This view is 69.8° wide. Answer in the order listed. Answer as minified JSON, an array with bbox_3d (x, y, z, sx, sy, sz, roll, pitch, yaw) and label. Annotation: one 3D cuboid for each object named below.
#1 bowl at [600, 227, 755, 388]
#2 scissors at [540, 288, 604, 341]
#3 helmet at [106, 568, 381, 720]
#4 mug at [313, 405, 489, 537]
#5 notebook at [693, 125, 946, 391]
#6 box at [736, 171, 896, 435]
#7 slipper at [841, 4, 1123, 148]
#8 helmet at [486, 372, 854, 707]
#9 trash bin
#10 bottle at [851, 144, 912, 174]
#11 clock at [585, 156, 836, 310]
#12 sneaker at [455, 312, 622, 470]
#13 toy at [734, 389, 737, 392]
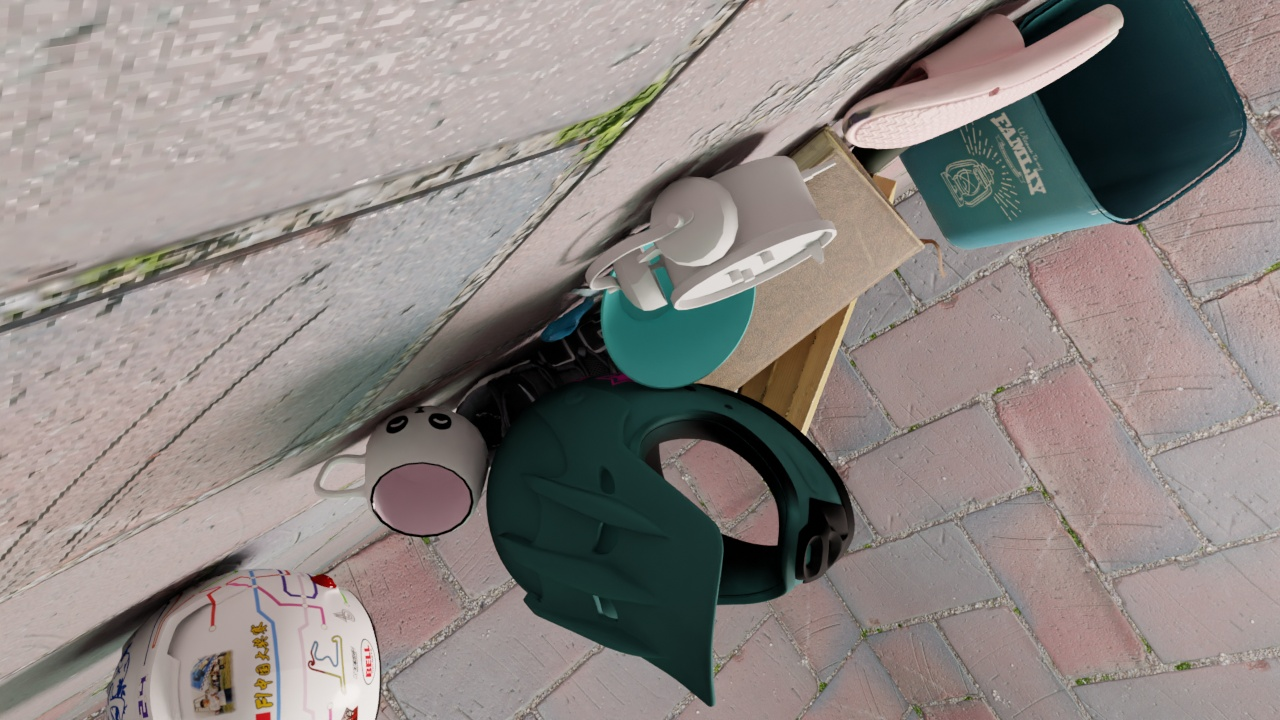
[{"bbox_3d":[0.017,-0.045,0.636,0.121,0.121,0.046,-33,-148,-16],"label":"bowl"},{"bbox_3d":[-0.026,-0.054,0.698,0.126,0.014,0.128,-28,169,-39],"label":"scissors"},{"bbox_3d":[-0.392,0.327,0.906,0.235,0.230,0.315,-2,158,-25],"label":"helmet"},{"bbox_3d":[-0.173,0.078,0.669,0.124,0.090,0.076,-4,-146,-5],"label":"mug"},{"bbox_3d":[0.115,-0.056,0.723,0.216,0.034,0.190,-39,133,19],"label":"notebook"},{"bbox_3d":[0.150,-0.048,0.840,0.128,0.092,0.249,-3,112,-73],"label":"box"},{"bbox_3d":[0.239,-0.203,0.648,0.221,0.055,0.107,-23,177,-13],"label":"slipper"},{"bbox_3d":[0.004,0.109,0.636,0.199,0.176,0.275,-13,-158,-38],"label":"helmet"},{"bbox_3d":[0.380,-0.216,0.861,0.199,0.196,0.219,-32,-176,-17],"label":"trash bin"},{"bbox_3d":[0.239,-0.209,0.817,0.032,0.033,0.123,-32,177,-37],"label":"bottle"},{"bbox_3d":[0.042,-0.068,0.544,0.159,0.061,0.120,-20,172,-27],"label":"clock"},{"bbox_3d":[-0.066,0.022,0.782,0.253,0.097,0.150,-28,177,15],"label":"sneaker"},{"bbox_3d":[0.134,-0.060,0.973,0.137,0.085,0.209,-59,167,-77],"label":"toy"}]
